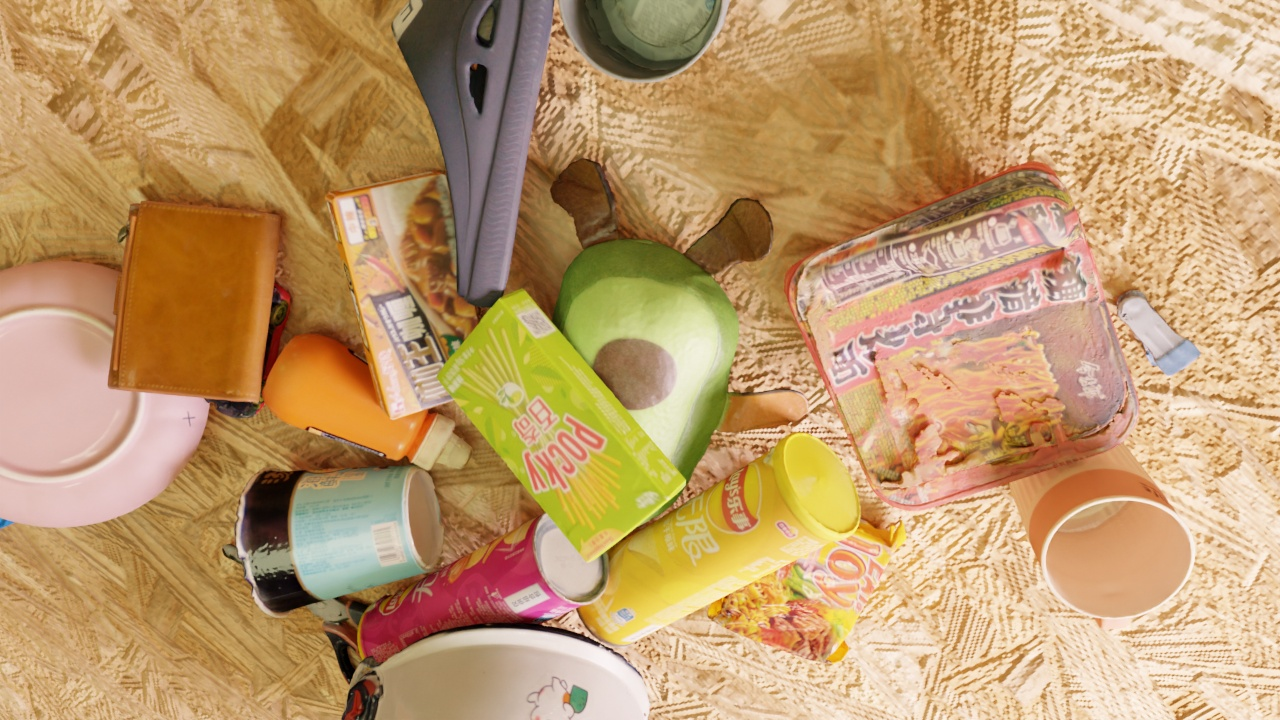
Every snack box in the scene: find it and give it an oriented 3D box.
[{"bbox_3d":[-0.152,-0.043,0.610,0.075,0.026,0.154,-19,113,-25],"label":"snack box"},{"bbox_3d":[-0.052,0.041,0.566,0.156,0.026,0.086,50,126,5],"label":"snack box"}]

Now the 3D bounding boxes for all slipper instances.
[{"bbox_3d":[-0.100,-0.157,0.519,0.083,0.110,0.269,4,116,-15],"label":"slipper"}]

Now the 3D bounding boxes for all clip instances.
[{"bbox_3d":[0.316,-0.019,0.568,0.058,0.042,0.026,46,114,-7],"label":"clip"}]

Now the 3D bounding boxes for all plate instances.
[{"bbox_3d":[-0.410,0.024,0.644,0.192,0.039,0.192,0,89,-15],"label":"plate"}]

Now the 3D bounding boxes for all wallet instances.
[{"bbox_3d":[-0.312,-0.041,0.625,0.119,0.035,0.130,5,87,4],"label":"wallet"}]

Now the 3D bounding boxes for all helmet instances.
[{"bbox_3d":[-0.113,0.316,0.658,0.230,0.156,0.275,20,135,-19],"label":"helmet"}]

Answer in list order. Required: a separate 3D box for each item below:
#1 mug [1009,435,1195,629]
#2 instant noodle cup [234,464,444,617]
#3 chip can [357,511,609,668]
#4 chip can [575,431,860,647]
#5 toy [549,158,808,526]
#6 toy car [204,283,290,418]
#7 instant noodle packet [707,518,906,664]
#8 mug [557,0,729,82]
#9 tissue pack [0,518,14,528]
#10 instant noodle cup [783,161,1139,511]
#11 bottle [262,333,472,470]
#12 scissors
[{"bbox_3d":[0.285,0.108,0.578,0.082,0.105,0.114,-12,110,14],"label":"mug"},{"bbox_3d":[-0.214,0.124,0.679,0.120,0.111,0.111,-10,111,4],"label":"instant noodle cup"},{"bbox_3d":[-0.119,0.176,0.673,0.211,0.071,0.071,-32,105,32],"label":"chip can"},{"bbox_3d":[0.045,0.128,0.621,0.072,0.071,0.214,44,126,-10],"label":"chip can"},{"bbox_3d":[-0.004,0.003,0.593,0.227,0.089,0.247,12,111,11],"label":"toy"},{"bbox_3d":[-0.286,-0.010,0.664,0.049,0.031,0.106,19,104,6],"label":"toy car"},{"bbox_3d":[0.120,0.155,0.662,0.111,0.044,0.129,20,114,-3],"label":"instant noodle packet"},{"bbox_3d":[0.012,-0.216,0.488,0.084,0.103,0.124,16,113,3],"label":"mug"},{"bbox_3d":[-0.511,0.092,0.715,0.157,0.094,0.052,-5,106,11],"label":"tissue pack"},{"bbox_3d":[0.193,-0.012,0.558,0.165,0.079,0.189,-21,107,17],"label":"instant noodle cup"},{"bbox_3d":[-0.190,0.038,0.658,0.149,0.066,0.067,28,115,-11],"label":"bottle"},{"bbox_3d":[-0.256,0.221,0.768,0.202,0.015,0.206,3,114,9],"label":"scissors"}]
